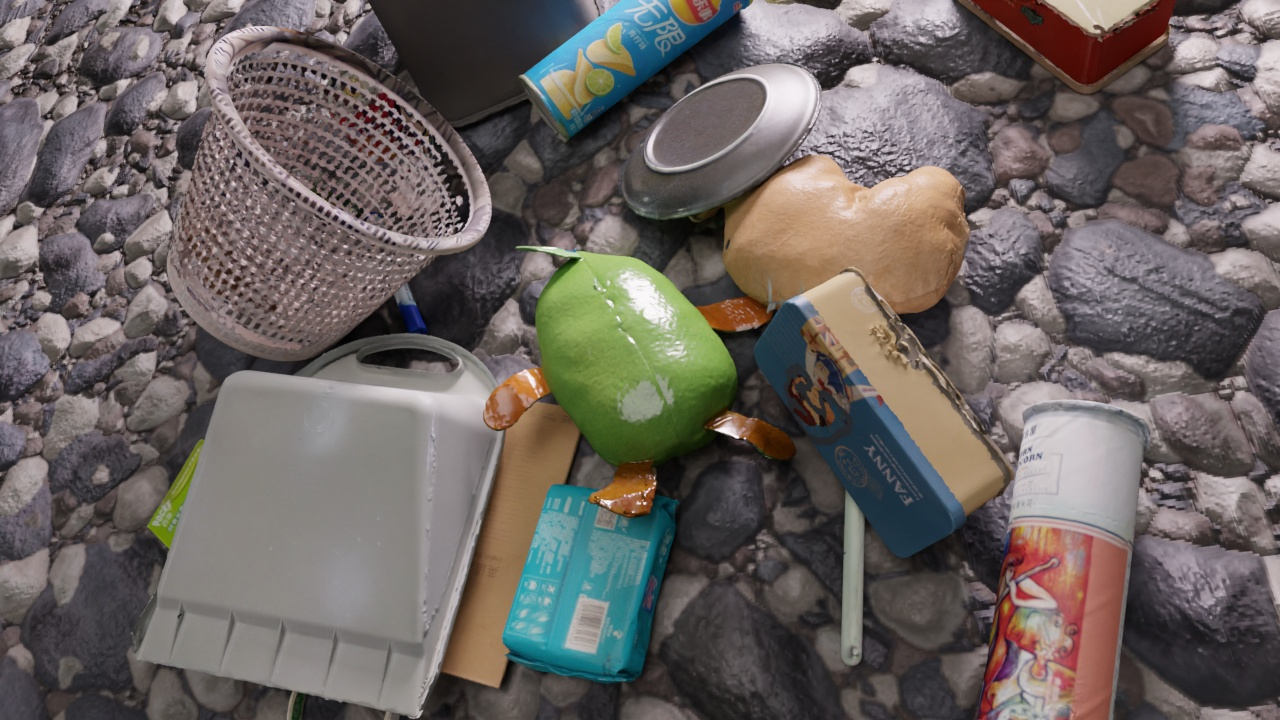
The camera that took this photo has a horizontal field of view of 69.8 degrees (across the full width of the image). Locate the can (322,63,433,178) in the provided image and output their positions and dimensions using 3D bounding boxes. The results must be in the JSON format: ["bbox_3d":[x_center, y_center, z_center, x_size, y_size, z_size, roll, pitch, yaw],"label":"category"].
[{"bbox_3d":[-0.240,-0.220,0.842,0.066,0.094,0.066,-7,63,15],"label":"can"}]

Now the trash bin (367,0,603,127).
[{"bbox_3d":[-0.163,-0.370,0.819,0.199,0.220,0.198,-23,59,6],"label":"trash bin"}]

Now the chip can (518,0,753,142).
[{"bbox_3d":[-0.004,-0.284,0.809,0.210,0.071,0.071,-37,60,-2],"label":"chip can"}]

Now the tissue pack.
[{"bbox_3d":[-0.032,0.147,0.622,0.093,0.050,0.133,6,67,23],"label":"tissue pack"}]

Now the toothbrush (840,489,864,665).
[{"bbox_3d":[0.141,0.103,0.606,0.029,0.020,0.189,11,67,-13],"label":"toothbrush"}]

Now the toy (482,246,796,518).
[{"bbox_3d":[-0.004,0.004,0.660,0.226,0.090,0.246,-20,52,-13],"label":"toy"}]

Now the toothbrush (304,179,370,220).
[{"bbox_3d":[-0.329,-0.172,0.892,0.186,0.017,0.012,26,72,27],"label":"toothbrush"}]

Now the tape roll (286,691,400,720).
[{"bbox_3d":[-0.211,0.247,0.653,0.086,0.014,0.085,-7,63,14],"label":"tape roll"}]

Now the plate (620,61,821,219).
[{"bbox_3d":[0.057,-0.184,0.732,0.180,0.024,0.179,-23,42,22],"label":"plate"}]

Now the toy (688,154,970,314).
[{"bbox_3d":[0.123,-0.094,0.677,0.226,0.082,0.143,12,54,26],"label":"toy"}]

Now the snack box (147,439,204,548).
[{"bbox_3d":[-0.321,0.133,0.722,0.156,0.026,0.085,25,83,33],"label":"snack box"}]

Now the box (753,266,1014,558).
[{"bbox_3d":[0.151,0.037,0.574,0.061,0.090,0.184,-25,70,-21],"label":"box"}]

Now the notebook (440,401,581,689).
[{"bbox_3d":[-0.136,0.120,0.685,0.150,0.012,0.211,8,64,20],"label":"notebook"}]

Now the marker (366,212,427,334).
[{"bbox_3d":[-0.217,-0.078,0.811,0.017,0.017,0.145,-30,60,2],"label":"marker"}]

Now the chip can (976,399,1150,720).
[{"bbox_3d":[0.242,0.134,0.527,0.071,0.071,0.214,9,69,22],"label":"chip can"}]

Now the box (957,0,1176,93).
[{"bbox_3d":[0.321,-0.297,0.705,0.091,0.080,0.168,-35,60,0],"label":"box"}]

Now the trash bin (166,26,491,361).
[{"bbox_3d":[-0.264,-0.112,0.726,0.193,0.227,0.227,-44,55,29],"label":"trash bin"}]

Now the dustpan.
[{"bbox_3d":[-0.211,0.097,0.681,0.223,0.142,0.257,6,84,13],"label":"dustpan"}]
